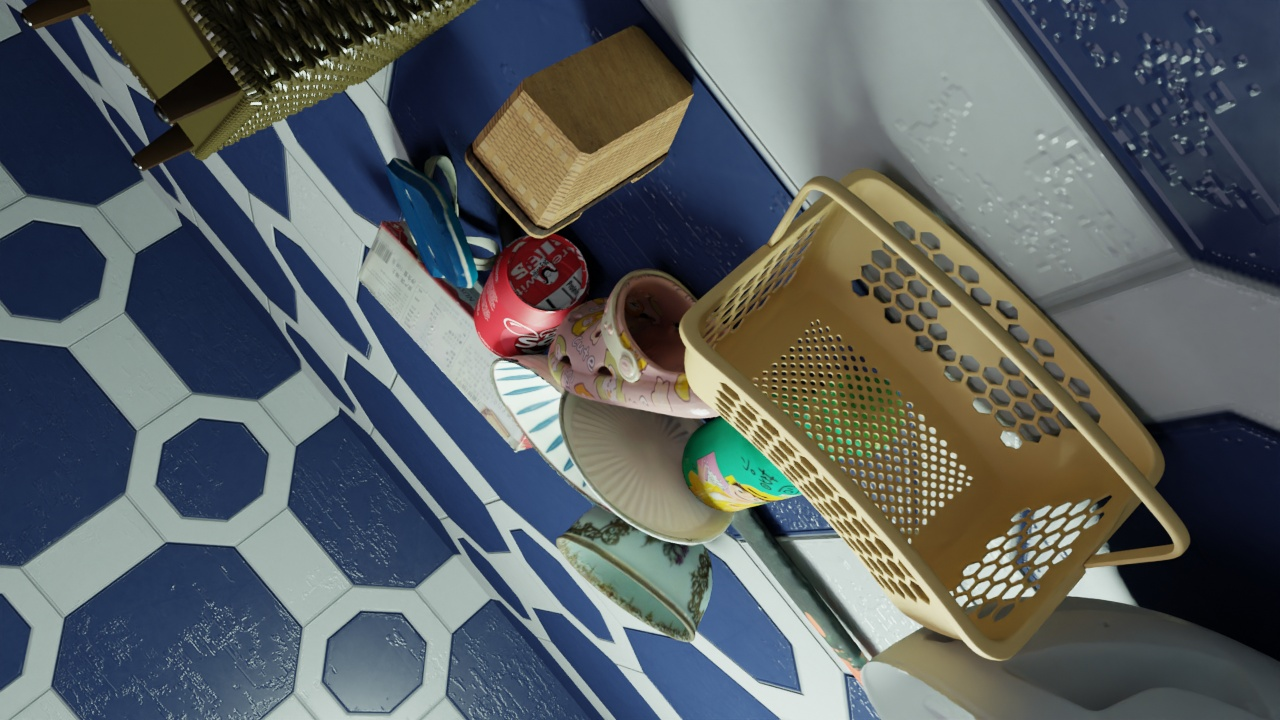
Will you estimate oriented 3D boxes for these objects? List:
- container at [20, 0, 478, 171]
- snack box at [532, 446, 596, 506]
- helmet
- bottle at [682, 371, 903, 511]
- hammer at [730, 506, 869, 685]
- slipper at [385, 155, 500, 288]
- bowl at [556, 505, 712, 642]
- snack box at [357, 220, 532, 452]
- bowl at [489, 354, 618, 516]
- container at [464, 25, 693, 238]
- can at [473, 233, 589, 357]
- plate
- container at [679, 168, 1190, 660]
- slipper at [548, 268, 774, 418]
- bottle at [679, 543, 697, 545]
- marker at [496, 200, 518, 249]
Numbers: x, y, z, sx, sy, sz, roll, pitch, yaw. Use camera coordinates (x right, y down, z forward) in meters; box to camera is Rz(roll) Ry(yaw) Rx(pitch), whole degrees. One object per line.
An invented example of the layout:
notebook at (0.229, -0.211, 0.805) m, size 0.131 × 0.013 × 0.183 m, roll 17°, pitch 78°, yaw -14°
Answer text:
container at (-0.276, -0.248, 0.612) m, size 0.322 × 0.204 × 0.176 m, roll 8°, pitch 134°, yaw 58°
snack box at (-0.100, 0.055, 0.949) m, size 0.226 × 0.059 × 0.060 m, roll 41°, pitch 153°, yaw 23°
helmet at (0.228, 0.214, 0.409) m, size 0.282 × 0.183 × 0.224 m, roll 25°, pitch 153°, yaw 21°
bottle at (0.090, 0.052, 0.576) m, size 0.068 × 0.068 × 0.210 m, roll 50°, pitch 158°, yaw 0°
hammer at (0.166, 0.232, 0.772) m, size 0.333 × 0.033 × 0.133 m, roll 53°, pitch 158°, yaw -4°
slipper at (-0.166, -0.124, 0.783) m, size 0.118 × 0.060 × 0.295 m, roll 66°, pitch 167°, yaw -19°
bowl at (0.009, 0.186, 0.888) m, size 0.160 × 0.093 × 0.160 m, roll 32°, pitch 157°, yaw 15°
snack box at (-0.179, -0.030, 0.917) m, size 0.273 × 0.044 × 0.077 m, roll 44°, pitch 118°, yaw 21°
bowl at (-0.043, 0.046, 0.781) m, size 0.177 × 0.070 × 0.178 m, roll 38°, pitch 155°, yaw 21°
container at (-0.026, -0.123, 0.479) m, size 0.063 × 0.113 × 0.061 m, roll 49°, pitch 145°, yaw 2°
can at (-0.090, -0.049, 0.746) m, size 0.074 × 0.074 × 0.143 m, roll 50°, pitch 158°, yaw -1°
plate at (0.005, 0.069, 0.674) m, size 0.157 × 0.156 × 0.014 m, roll 47°, pitch 123°, yaw 8°
container at (0.119, 0.015, 0.389) m, size 0.183 × 0.129 × 0.167 m, roll 47°, pitch 165°, yaw 8°
slipper at (0.002, -0.017, 0.615) m, size 0.197 × 0.093 × 0.081 m, roll 17°, pitch 130°, yaw 52°
bottle at (0.001, 0.105, 0.840) m, size 0.161 × 0.056 × 0.056 m, roll 34°, pitch 153°, yaw 33°
marker at (-0.112, -0.097, 0.790) m, size 0.018 × 0.015 × 0.134 m, roll 54°, pitch 161°, yaw 26°
